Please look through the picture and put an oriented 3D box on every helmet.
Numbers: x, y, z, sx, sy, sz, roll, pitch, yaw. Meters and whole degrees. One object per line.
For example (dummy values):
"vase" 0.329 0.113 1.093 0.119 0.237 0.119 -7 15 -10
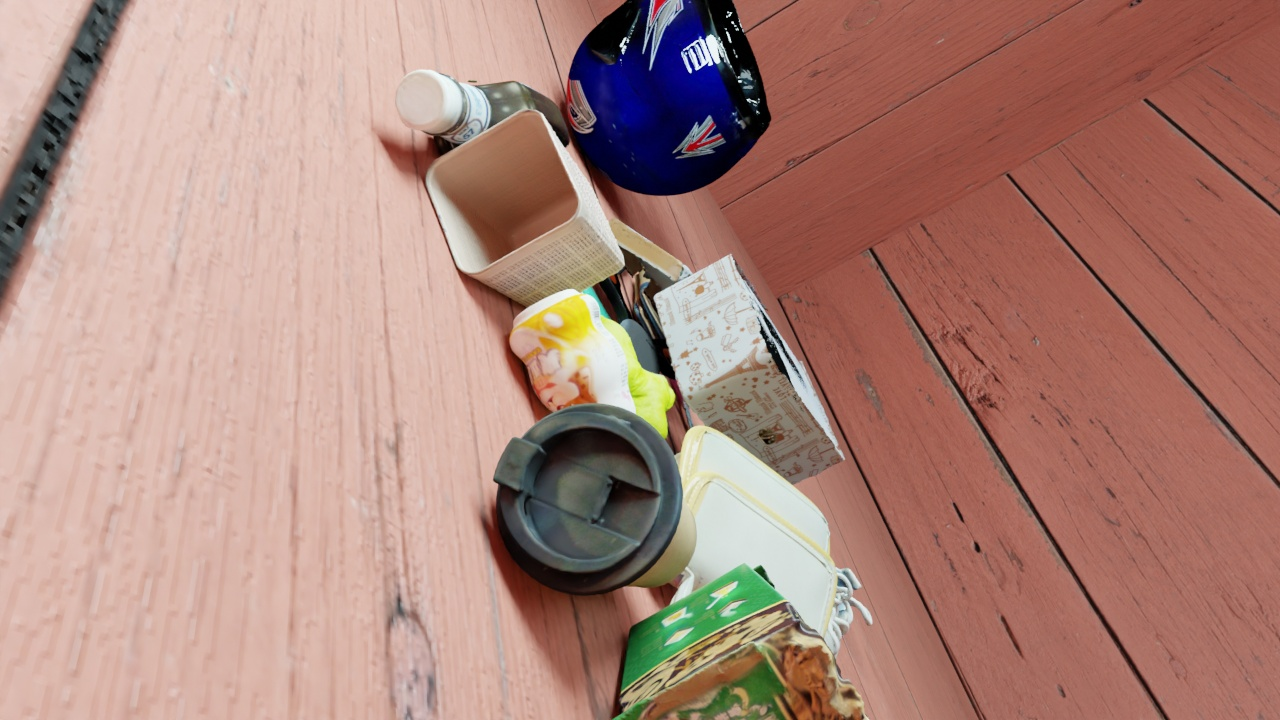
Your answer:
"helmet" 0.024 -0.360 1.211 0.247 0.241 0.314 49 29 -42

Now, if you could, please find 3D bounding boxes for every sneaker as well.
"sneaker" 0.158 0.236 0.811 0.089 0.091 0.242 61 13 5

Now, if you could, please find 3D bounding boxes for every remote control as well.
"remote control" -0.004 0.004 0.732 0.053 0.024 0.136 53 23 -17

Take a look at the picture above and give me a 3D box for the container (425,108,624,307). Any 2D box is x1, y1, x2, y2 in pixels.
"container" -0.071 -0.094 0.625 0.090 0.090 0.111 66 11 20

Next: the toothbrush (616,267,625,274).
"toothbrush" -0.013 -0.121 1.058 0.212 0.027 0.026 -53 159 -77

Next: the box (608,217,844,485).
"box" 0.066 -0.022 0.826 0.179 0.110 0.259 49 17 -42

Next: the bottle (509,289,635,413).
"bottle" -0.037 0.011 0.586 0.108 0.063 0.063 61 12 1

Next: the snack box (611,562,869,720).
"snack box" 0.049 0.180 0.488 0.118 0.117 0.105 61 0 -15

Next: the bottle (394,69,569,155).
"bottle" -0.110 -0.167 0.644 0.044 0.080 0.194 67 14 0

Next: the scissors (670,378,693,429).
"scissors" 0.051 0.058 0.961 0.073 0.017 0.137 57 13 -65

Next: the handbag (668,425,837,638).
"handbag" 0.070 0.148 0.638 0.163 0.063 0.178 37 37 -24

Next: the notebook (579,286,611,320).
"notebook" -0.048 -0.038 0.774 0.209 0.012 0.150 60 11 -4

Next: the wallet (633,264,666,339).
"wallet" 0.018 -0.059 1.027 0.115 0.033 0.090 -90 158 -66

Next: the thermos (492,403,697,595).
"thermos" -0.014 0.081 0.484 0.093 0.093 0.143 67 5 23

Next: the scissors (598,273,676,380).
"scissors" -0.008 -0.027 0.851 0.221 0.022 0.234 36 27 -57

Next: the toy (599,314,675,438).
"toy" -0.019 0.015 0.659 0.100 0.031 0.096 26 52 -16
